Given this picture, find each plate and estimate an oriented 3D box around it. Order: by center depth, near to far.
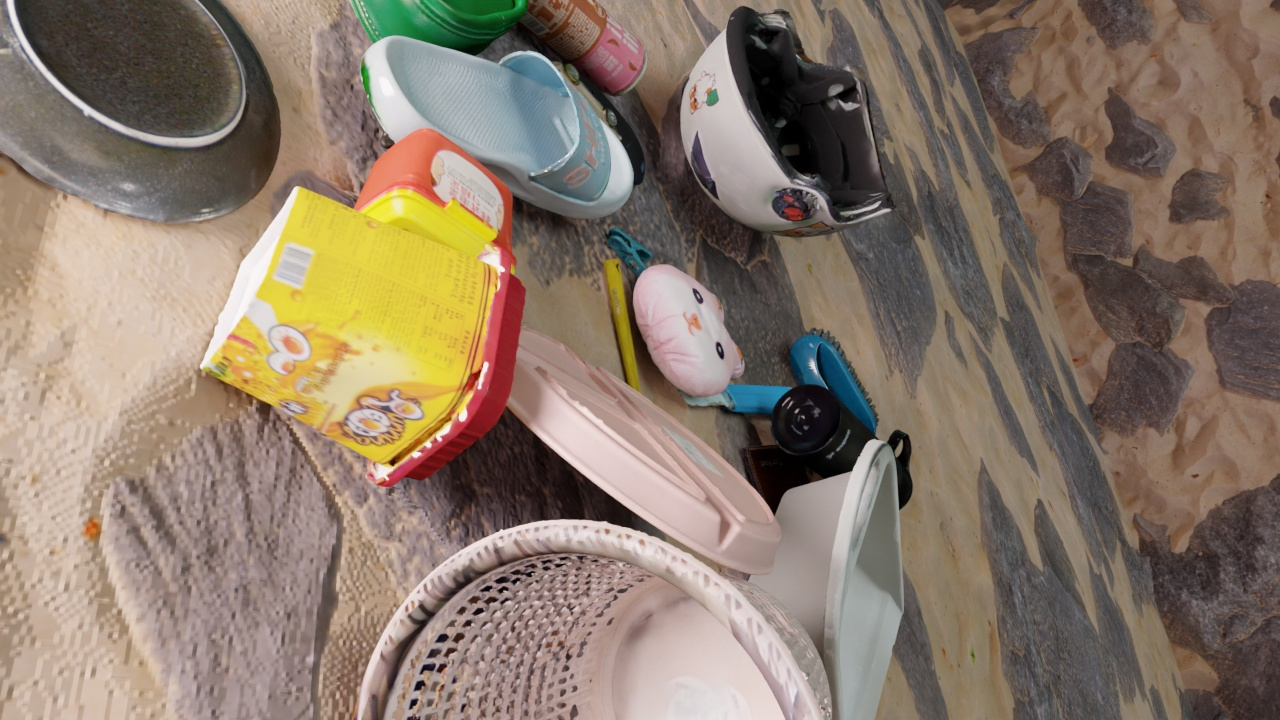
[{"bbox_3d":[-0.254,-0.153,0.456,0.179,0.024,0.179,34,44,-41],"label":"plate"},{"bbox_3d":[-0.004,0.047,0.565,0.229,0.028,0.229,36,5,-4],"label":"plate"}]

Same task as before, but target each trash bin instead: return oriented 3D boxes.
[{"bbox_3d":[0.005,0.190,0.459,0.192,0.228,0.227,16,56,-66],"label":"trash bin"}]

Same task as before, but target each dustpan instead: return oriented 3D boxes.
[{"bbox_3d":[0.185,0.198,0.744,0.258,0.143,0.222,50,44,-18],"label":"dustpan"}]

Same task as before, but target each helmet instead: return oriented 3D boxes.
[{"bbox_3d":[0.135,-0.227,0.961,0.273,0.157,0.229,10,62,-41],"label":"helmet"}]

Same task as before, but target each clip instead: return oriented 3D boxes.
[{"bbox_3d":[-0.009,-0.094,0.793,0.055,0.013,0.038,41,39,-38],"label":"clip"}]

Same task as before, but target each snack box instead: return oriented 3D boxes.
[{"bbox_3d":[-0.122,-0.085,0.549,0.091,0.082,0.080,36,44,-36],"label":"snack box"}]

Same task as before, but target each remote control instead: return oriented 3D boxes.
[{"bbox_3d":[-0.034,-0.215,0.825,0.136,0.024,0.053,44,39,-32],"label":"remote control"}]

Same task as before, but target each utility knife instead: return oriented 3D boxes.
[{"bbox_3d":[0.096,0.036,0.857,0.216,0.018,0.034,7,52,-54],"label":"utility knife"}]

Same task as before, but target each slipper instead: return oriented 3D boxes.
[{"bbox_3d":[-0.083,-0.172,0.646,0.245,0.074,0.104,5,63,-54],"label":"slipper"}]

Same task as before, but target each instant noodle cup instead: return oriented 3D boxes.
[{"bbox_3d":[-0.139,-0.014,0.463,0.123,0.116,0.115,28,46,-29],"label":"instant noodle cup"}]

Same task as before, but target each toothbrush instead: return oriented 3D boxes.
[{"bbox_3d":[-0.004,0.004,0.730,0.015,0.017,0.190,16,57,-52],"label":"toothbrush"}]

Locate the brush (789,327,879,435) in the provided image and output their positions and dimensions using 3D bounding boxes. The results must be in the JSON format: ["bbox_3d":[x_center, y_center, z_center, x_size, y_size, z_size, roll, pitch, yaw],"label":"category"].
[{"bbox_3d":[0.206,0.037,0.984,0.144,0.055,0.073,58,32,-13],"label":"brush"}]

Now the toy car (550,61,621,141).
[{"bbox_3d":[-0.056,-0.208,0.770,0.090,0.042,0.035,46,38,-29],"label":"toy car"}]

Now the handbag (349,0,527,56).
[{"bbox_3d":[-0.150,-0.271,0.647,0.120,0.068,0.131,57,32,-12],"label":"handbag"}]

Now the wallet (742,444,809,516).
[{"bbox_3d":[0.138,0.136,0.855,0.096,0.020,0.122,6,62,-54],"label":"wallet"}]

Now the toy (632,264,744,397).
[{"bbox_3d":[0.047,-0.026,0.798,0.159,0.054,0.121,-4,71,-65],"label":"toy"}]

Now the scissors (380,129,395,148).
[{"bbox_3d":[-0.101,-0.137,0.682,0.202,0.015,0.203,38,40,-37],"label":"scissors"}]

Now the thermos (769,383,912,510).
[{"bbox_3d":[0.214,0.086,0.918,0.242,0.068,0.090,34,83,-52],"label":"thermos"}]

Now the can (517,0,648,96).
[{"bbox_3d":[-0.059,-0.295,0.808,0.147,0.058,0.057,28,48,-46],"label":"can"}]
